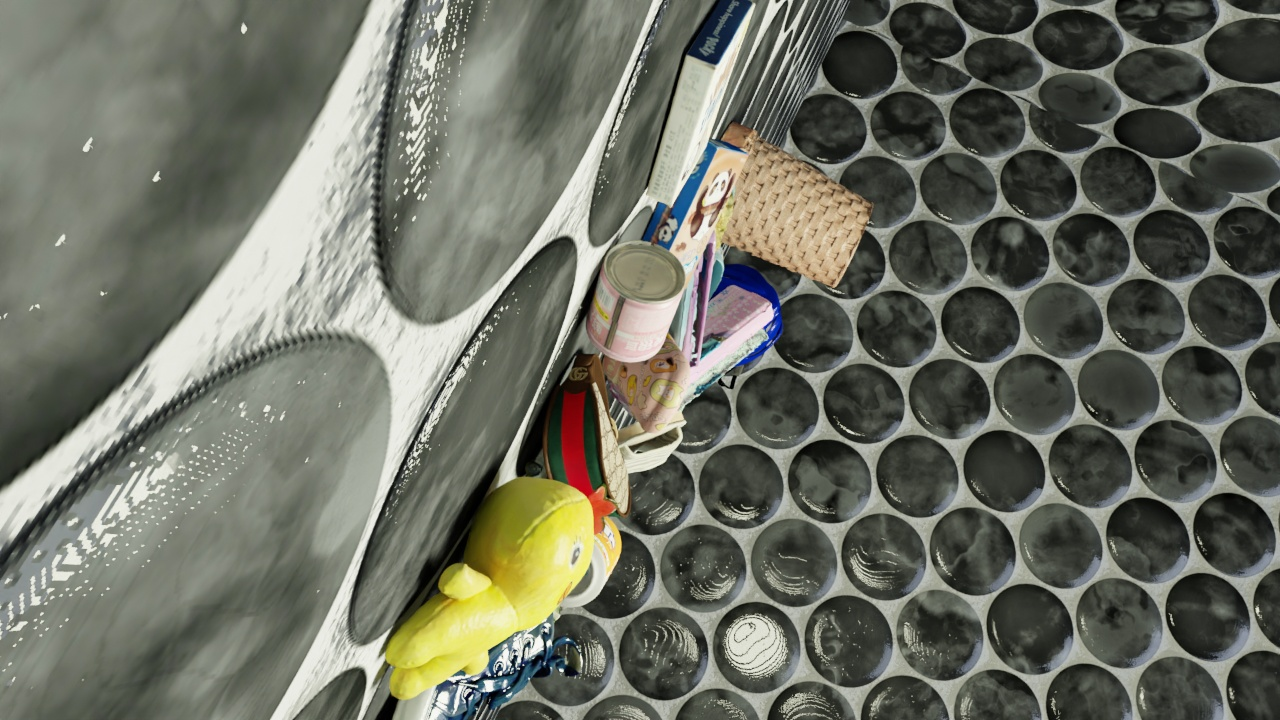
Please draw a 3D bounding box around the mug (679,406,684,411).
[{"bbox_3d":[0.022,0.034,1.334,0.084,0.104,0.111,-56,171,-64],"label":"mug"}]

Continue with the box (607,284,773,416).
[{"bbox_3d":[0.071,-0.002,1.196,0.230,0.085,0.077,-37,132,-19],"label":"box"}]

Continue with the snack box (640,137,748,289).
[{"bbox_3d":[0.045,-0.140,0.885,0.087,0.034,0.151,-16,134,-63],"label":"snack box"}]

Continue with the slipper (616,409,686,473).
[{"bbox_3d":[-0.020,0.125,1.206,0.114,0.054,0.273,-11,166,-27],"label":"slipper"}]

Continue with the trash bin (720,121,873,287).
[{"bbox_3d":[0.182,-0.196,1.181,0.151,0.210,0.151,28,87,-86],"label":"trash bin"}]

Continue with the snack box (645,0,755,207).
[{"bbox_3d":[0.044,-0.195,0.703,0.081,0.026,0.150,-61,175,-32],"label":"snack box"}]

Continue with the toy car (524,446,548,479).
[{"bbox_3d":[-0.085,0.092,0.854,0.039,0.027,0.089,109,7,-45],"label":"toy car"}]

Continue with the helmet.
[{"bbox_3d":[0.137,-0.042,1.377,0.227,0.242,0.147,44,62,-39],"label":"helmet"}]

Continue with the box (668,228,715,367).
[{"bbox_3d":[0.051,-0.080,1.034,0.215,0.036,0.076,94,-12,-49],"label":"box"}]

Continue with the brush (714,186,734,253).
[{"bbox_3d":[0.071,-0.171,1.047,0.136,0.055,0.075,112,-17,-45],"label":"brush"}]

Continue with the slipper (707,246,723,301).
[{"bbox_3d":[0.066,-0.107,1.228,0.244,0.074,0.104,-56,173,-53],"label":"slipper"}]

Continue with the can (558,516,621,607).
[{"bbox_3d":[-0.066,0.210,0.993,0.079,0.079,0.142,-64,175,4],"label":"can"}]

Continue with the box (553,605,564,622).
[{"bbox_3d":[-0.138,0.317,1.208,0.117,0.050,0.206,-57,-177,-42],"label":"box"}]

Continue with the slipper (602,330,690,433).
[{"bbox_3d":[-0.006,0.006,1.037,0.093,0.081,0.197,-64,-160,21],"label":"slipper"}]

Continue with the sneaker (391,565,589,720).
[{"bbox_3d":[-0.121,0.264,0.803,0.293,0.127,0.121,-56,170,-51],"label":"sneaker"}]

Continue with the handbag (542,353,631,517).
[{"bbox_3d":[-0.042,0.069,0.836,0.167,0.063,0.138,71,20,-55],"label":"handbag"}]

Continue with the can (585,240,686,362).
[{"bbox_3d":[-0.005,-0.046,0.729,0.067,0.067,0.076,-61,174,-40],"label":"can"}]

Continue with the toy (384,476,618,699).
[{"bbox_3d":[-0.101,0.158,0.668,0.207,0.092,0.134,-48,160,-41],"label":"toy"}]
